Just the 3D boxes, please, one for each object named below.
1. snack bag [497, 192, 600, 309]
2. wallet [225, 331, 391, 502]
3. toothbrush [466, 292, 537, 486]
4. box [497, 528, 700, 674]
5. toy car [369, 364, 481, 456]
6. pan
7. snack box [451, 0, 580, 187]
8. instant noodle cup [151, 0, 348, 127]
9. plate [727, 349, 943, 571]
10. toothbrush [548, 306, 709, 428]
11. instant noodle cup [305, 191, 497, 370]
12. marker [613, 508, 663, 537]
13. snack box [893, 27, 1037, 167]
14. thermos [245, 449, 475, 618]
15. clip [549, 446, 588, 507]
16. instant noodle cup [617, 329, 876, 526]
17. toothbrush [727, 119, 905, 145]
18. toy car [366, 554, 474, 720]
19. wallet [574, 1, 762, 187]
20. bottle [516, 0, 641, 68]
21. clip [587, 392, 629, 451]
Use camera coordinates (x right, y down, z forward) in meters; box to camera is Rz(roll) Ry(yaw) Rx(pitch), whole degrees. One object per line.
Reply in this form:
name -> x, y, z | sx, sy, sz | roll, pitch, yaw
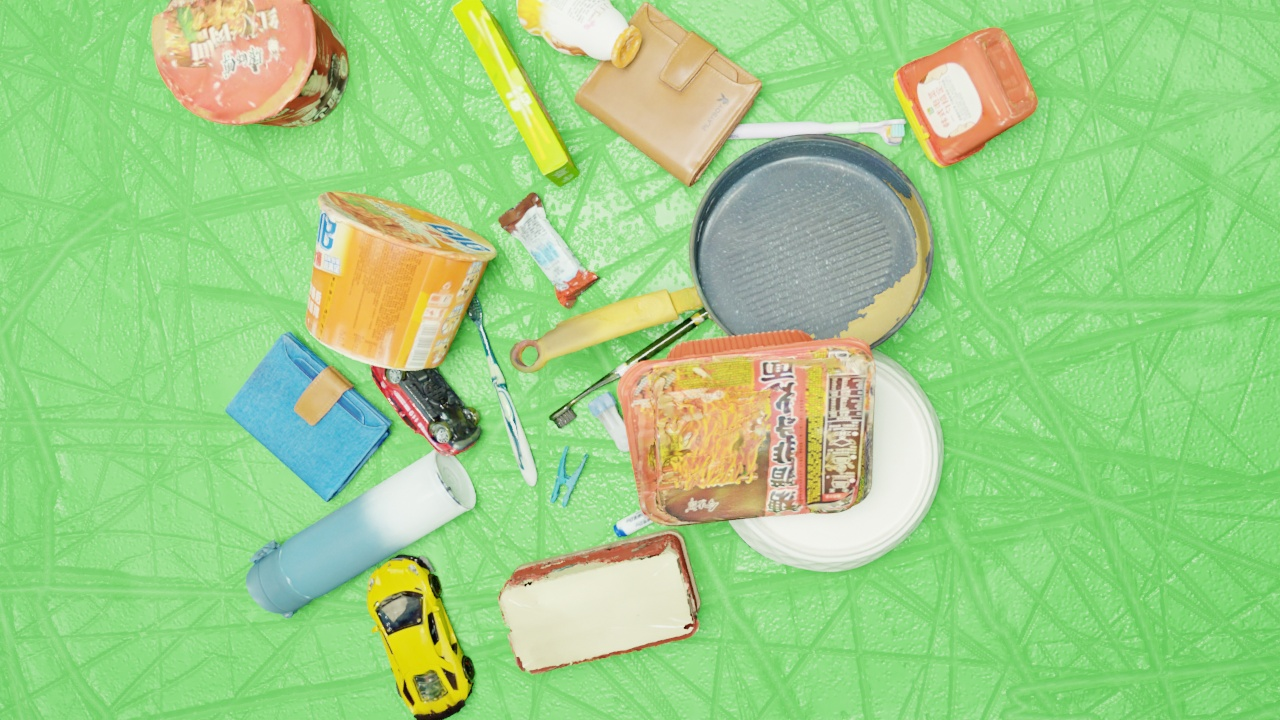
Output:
snack bag -> -0.082, -0.098, 0.819 | 0.045, 0.026, 0.105 | -37, 90, 16
wallet -> -0.307, 0.053, 0.851 | 0.133, 0.040, 0.106 | 42, 102, 0
toothbrush -> -0.129, 0.026, 0.840 | 0.016, 0.018, 0.191 | -18, 93, 6
box -> -0.036, 0.215, 0.818 | 0.168, 0.078, 0.091 | -15, 94, 6
toy car -> -0.195, 0.036, 0.831 | 0.120, 0.052, 0.045 | 49, 121, 6
pan -> 0.065, -0.062, 0.754 | 0.357, 0.078, 0.197 | -23, 77, 3
snack box -> -0.103, -0.226, 0.780 | 0.026, 0.085, 0.156 | -28, 91, 6
instant noodle cup -> -0.321, -0.261, 0.785 | 0.138, 0.108, 0.138 | 0, 95, 6
plate -> 0.160, 0.081, 0.790 | 0.205, 0.045, 0.205 | 0, 86, 3
toothbrush -> -0.005, 0.005, 0.829 | 0.186, 0.012, 0.017 | -35, 97, 7
instant noodle cup -> -0.211, -0.065, 0.780 | 0.151, 0.151, 0.111 | 21, 105, 3
marker -> 0.041, 0.123, 0.833 | 0.146, 0.017, 0.017 | -28, 92, 7
snack box -> 0.262, -0.214, 0.739 | 0.081, 0.080, 0.091 | -29, 93, -35
thermos -> -0.259, 0.159, 0.841 | 0.220, 0.070, 0.070 | -30, 92, 7
clip -> -0.068, 0.108, 0.844 | 0.041, 0.014, 0.056 | 21, 95, 4
instant noodle cup -> 0.081, 0.047, 0.710 | 0.189, 0.079, 0.165 | -6, 125, 1
toothbrush -> 0.131, -0.197, 0.794 | 0.189, 0.029, 0.021 | 1, 55, 7
toy car -> -0.209, 0.259, 0.858 | 0.071, 0.041, 0.156 | -19, 92, 6
wallet -> 0.024, -0.229, 0.788 | 0.132, 0.031, 0.108 | 39, 98, 10
bottle -> -0.051, -0.287, 0.771 | 0.108, 0.063, 0.063 | 36, 98, 18
clip -> -0.023, 0.056, 0.830 | 0.024, 0.028, 0.057 | -34, 94, 6
